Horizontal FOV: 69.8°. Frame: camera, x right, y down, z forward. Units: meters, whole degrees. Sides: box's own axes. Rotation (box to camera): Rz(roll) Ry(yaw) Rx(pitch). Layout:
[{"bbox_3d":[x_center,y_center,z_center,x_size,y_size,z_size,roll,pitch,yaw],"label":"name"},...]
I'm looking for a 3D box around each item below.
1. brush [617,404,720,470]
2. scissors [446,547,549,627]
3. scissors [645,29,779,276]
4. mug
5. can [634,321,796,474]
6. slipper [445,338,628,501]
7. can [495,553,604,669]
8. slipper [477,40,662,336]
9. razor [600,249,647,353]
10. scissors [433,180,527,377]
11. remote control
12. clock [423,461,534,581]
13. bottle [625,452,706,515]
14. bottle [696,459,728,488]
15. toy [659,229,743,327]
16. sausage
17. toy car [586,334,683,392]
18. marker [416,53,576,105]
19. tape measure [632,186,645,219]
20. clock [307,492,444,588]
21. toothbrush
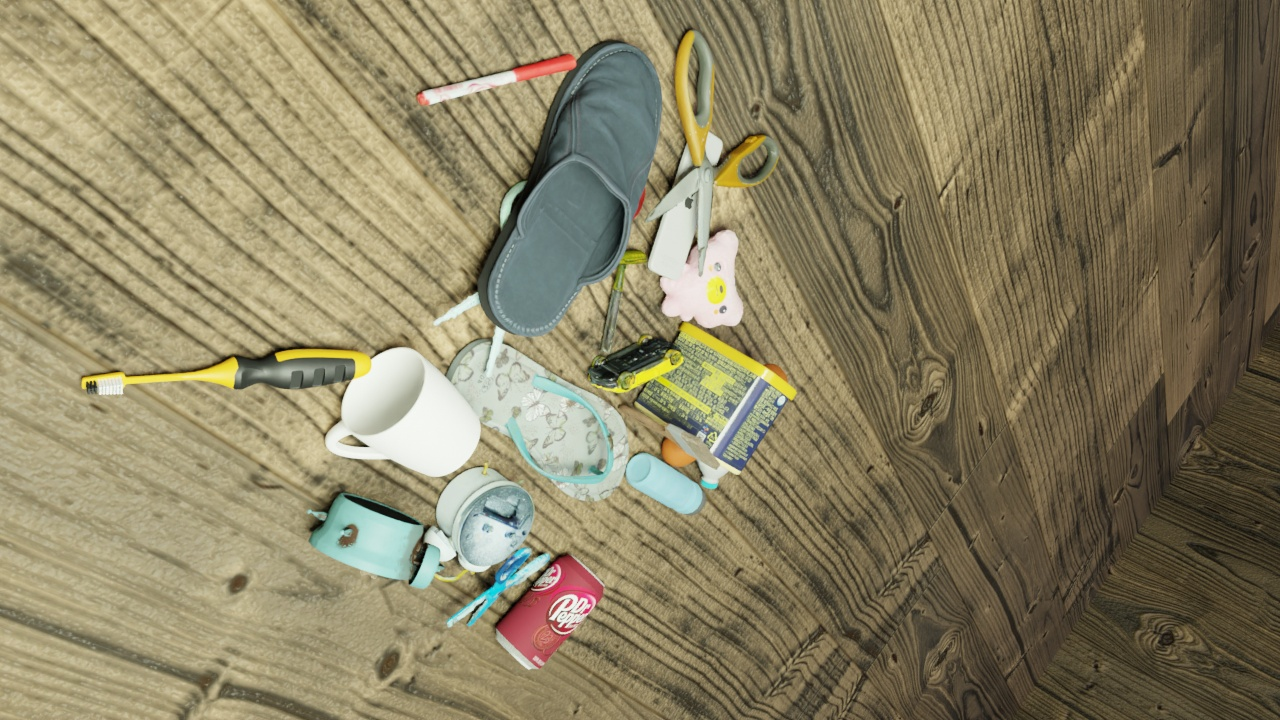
[{"bbox_3d":[0.022,0.069,0.905,0.008,0.143,0.045,-49,128,-14],"label":"brush"},{"bbox_3d":[-0.134,0.217,0.902,0.133,0.011,0.140,-28,159,-36],"label":"scissors"},{"bbox_3d":[0.073,-0.195,0.878,0.229,0.016,0.225,-18,113,-48],"label":"scissors"},{"bbox_3d":[-0.197,0.054,0.750,0.114,0.080,0.087,-28,140,10],"label":"mug"},{"bbox_3d":[0.074,0.038,0.946,0.075,0.135,0.104,33,90,-48],"label":"can"},{"bbox_3d":[-0.076,0.063,0.878,0.098,0.055,0.269,-54,136,-10],"label":"slipper"},{"bbox_3d":[-0.094,0.262,0.960,0.114,0.063,0.063,-47,136,-14],"label":"can"},{"bbox_3d":[-0.037,-0.139,0.757,0.109,0.084,0.265,31,80,-37],"label":"slipper"},{"bbox_3d":[-0.025,-0.055,0.885,0.042,0.026,0.106,-12,124,-42],"label":"razor"},{"bbox_3d":[-0.112,-0.074,0.786,0.170,0.024,0.166,-33,133,-41],"label":"scissors"},{"bbox_3d":[0.044,-0.152,0.889,0.045,0.008,0.146,18,90,-46],"label":"remote control"},{"bbox_3d":[-0.153,0.155,0.851,0.117,0.057,0.083,-56,138,-4],"label":"clock"},{"bbox_3d":[0.033,0.143,1.033,0.040,0.040,0.130,-57,138,-4],"label":"bottle"},{"bbox_3d":[0.093,0.083,1.055,0.044,0.044,0.136,-6,115,-42],"label":"bottle"},{"bbox_3d":[0.063,-0.078,0.933,0.093,0.050,0.102,-15,112,-23],"label":"toy"},{"bbox_3d":[0.091,0.063,1.000,0.164,0.044,0.039,-38,107,15],"label":"sausage"},{"bbox_3d":[-0.005,0.005,0.916,0.106,0.049,0.030,-23,129,-32],"label":"toy car"},{"bbox_3d":[-0.110,-0.220,0.719,0.142,0.013,0.013,-26,128,-31],"label":"marker"},{"bbox_3d":[-0.022,-0.147,0.834,0.051,0.019,0.059,11,98,-42],"label":"tape measure"},{"bbox_3d":[-0.215,0.153,0.770,0.124,0.090,0.053,31,80,-47],"label":"clock"},{"bbox_3d":[-0.290,0.009,0.664,0.196,0.031,0.031,-5,131,-37],"label":"toothbrush"}]
